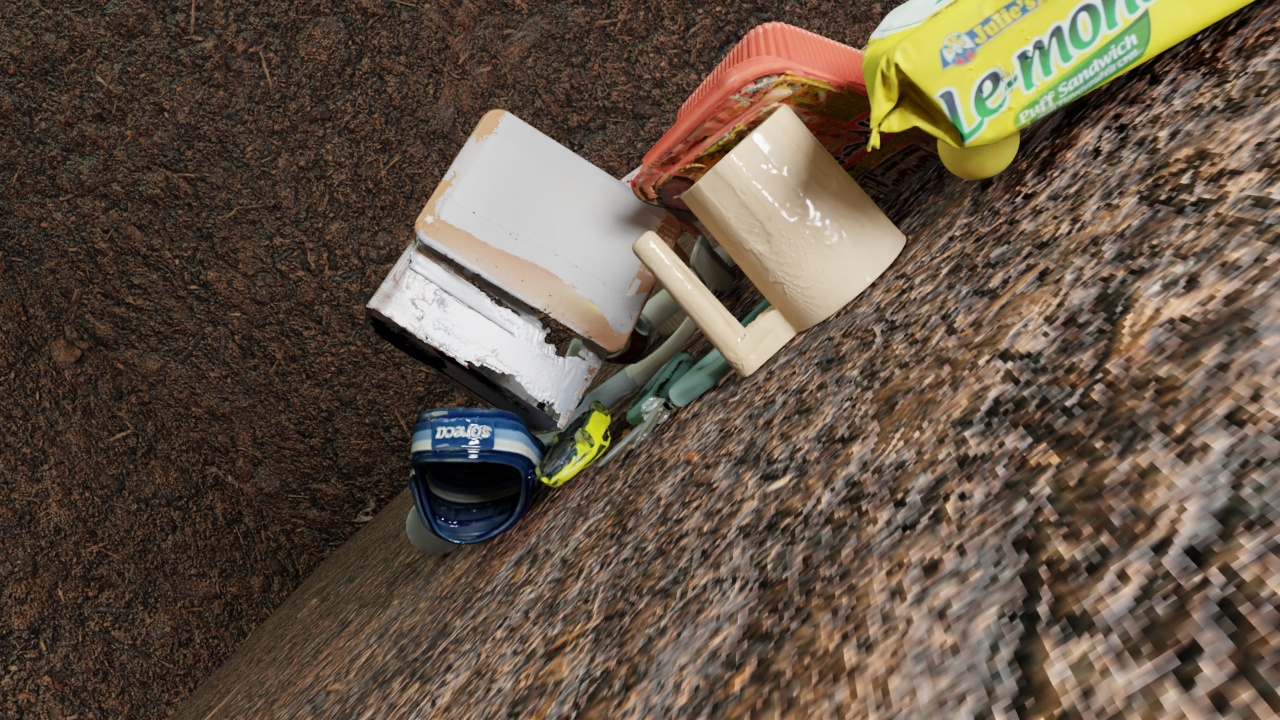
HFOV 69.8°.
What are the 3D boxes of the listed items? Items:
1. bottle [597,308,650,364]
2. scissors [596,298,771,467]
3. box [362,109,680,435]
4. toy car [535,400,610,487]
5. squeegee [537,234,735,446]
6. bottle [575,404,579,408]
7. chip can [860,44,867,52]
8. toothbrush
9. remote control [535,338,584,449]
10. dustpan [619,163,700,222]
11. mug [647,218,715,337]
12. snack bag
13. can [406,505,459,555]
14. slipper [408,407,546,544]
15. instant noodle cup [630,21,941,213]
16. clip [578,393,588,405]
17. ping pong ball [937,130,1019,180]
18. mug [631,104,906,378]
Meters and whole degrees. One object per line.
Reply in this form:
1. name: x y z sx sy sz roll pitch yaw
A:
1. bottle: -0.023 -0.024 0.943 0.060 0.060 0.206 -42 0 5
2. scissors: 0.041 0.005 0.629 0.179 0.019 0.170 -39 6 23
3. box: -0.097 -0.069 0.738 0.193 0.183 0.157 -60 12 -16
4. toy car: -0.046 0.065 0.687 0.048 0.032 0.105 -41 7 17
5. squeegee: -0.005 0.005 0.818 0.247 0.039 0.246 -44 -9 8
6. bottle: -0.111 0.054 1.017 0.068 0.068 0.189 -39 7 34
7. chip can: 0.225 -0.264 0.867 0.215 0.071 0.071 -34 9 19
8. toothbrush: 0.077 -0.098 0.914 0.220 0.027 0.026 -40 -31 -23
9. remote control: -0.083 0.043 0.897 0.056 0.019 0.135 -140 73 -85
10. dustpan: 0.052 -0.165 1.000 0.273 0.139 0.223 -36 10 -12
11. mug: 0.029 -0.097 0.988 0.115 0.106 0.081 -39 7 32
12. snack bag: 0.213 -0.177 0.405 0.247 0.068 0.157 -27 15 28
13. can: -0.203 0.155 0.946 0.058 0.058 0.147 -43 6 -3
14. slipper: -0.129 0.100 0.742 0.253 0.105 0.095 113 160 -72
15. instant noodle cup: 0.099 -0.155 0.628 0.165 0.188 0.079 -34 55 53
16. clip: -0.055 0.044 0.953 0.056 0.049 0.015 -35 -2 -35
17. ping pong ball: 0.176 -0.114 0.478 0.040 0.040 0.040 -42 6 5
18. mug: 0.071 -0.068 0.530 0.125 0.103 0.084 -42 6 6
